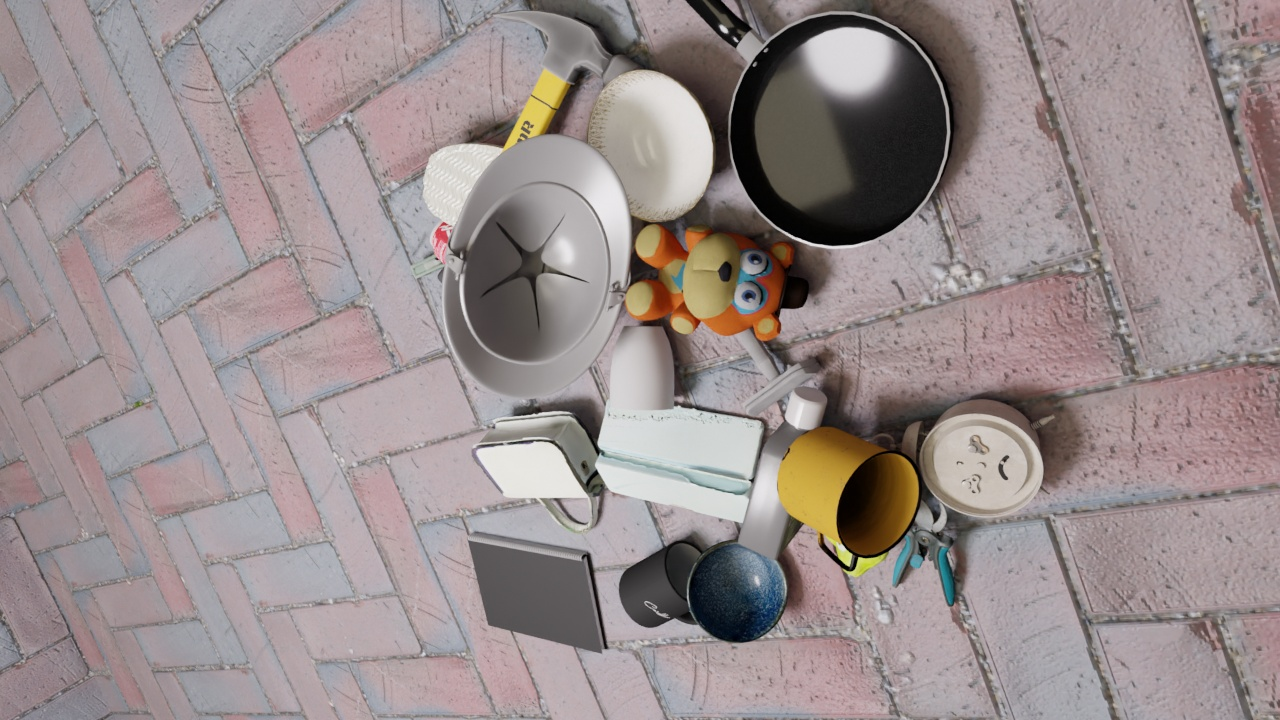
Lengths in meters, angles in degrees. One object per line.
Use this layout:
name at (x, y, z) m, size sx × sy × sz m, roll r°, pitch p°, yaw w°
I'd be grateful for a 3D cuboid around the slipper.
slipper at (-0.119, -0.177, 1.029) m, size 0.273 × 0.053 × 0.115 m, roll 15°, pitch 113°, yaw 19°

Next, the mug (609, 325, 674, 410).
mug at (-0.006, 0.006, 1.025) m, size 0.107 × 0.071 × 0.089 m, roll 7°, pitch 96°, yaw 63°

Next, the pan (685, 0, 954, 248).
pan at (0.128, -0.261, 0.834) m, size 0.355 × 0.044 × 0.205 m, roll 49°, pitch 127°, yaw 8°

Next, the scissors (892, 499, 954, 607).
scissors at (0.284, 0.195, 0.909) m, size 0.124 × 0.019 × 0.156 m, roll 42°, pitch 142°, yaw -2°

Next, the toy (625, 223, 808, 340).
toy at (0.077, -0.077, 0.907) m, size 0.176 × 0.096 × 0.112 m, roll 8°, pitch 80°, yaw 2°

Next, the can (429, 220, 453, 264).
can at (-0.197, -0.124, 1.095) m, size 0.105 × 0.064 × 0.064 m, roll 41°, pitch 126°, yaw 14°

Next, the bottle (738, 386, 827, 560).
bottle at (0.153, 0.110, 0.941) m, size 0.046 × 0.083 × 0.174 m, roll 22°, pitch 118°, yaw 23°

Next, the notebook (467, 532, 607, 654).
notebook at (-0.146, 0.319, 1.270) m, size 0.207 × 0.016 × 0.149 m, roll 2°, pitch 110°, yaw 33°

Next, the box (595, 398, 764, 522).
box at (0.046, 0.114, 1.044) m, size 0.198 × 0.074 × 0.126 m, roll 9°, pitch 94°, yaw 28°

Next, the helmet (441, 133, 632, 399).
helmet at (-0.110, -0.103, 0.959) m, size 0.183 × 0.117 × 0.271 m, roll 11°, pitch 106°, yaw -13°

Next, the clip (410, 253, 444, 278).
clip at (-0.257, -0.124, 1.161) m, size 0.076 × 0.042 × 0.023 m, roll -17°, pitch 100°, yaw 38°

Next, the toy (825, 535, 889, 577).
toy at (0.228, 0.152, 0.917) m, size 0.118 × 0.043 × 0.092 m, roll -60°, pitch 28°, yaw 26°

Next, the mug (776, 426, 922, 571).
mug at (0.190, 0.130, 0.859) m, size 0.094 × 0.100 × 0.124 m, roll 25°, pitch 110°, yaw 58°

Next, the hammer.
hammer at (-0.139, -0.217, 0.986) m, size 0.170 × 0.034 × 0.325 m, roll 35°, pitch 110°, yaw 12°

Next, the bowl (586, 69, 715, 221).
bowl at (0.023, -0.216, 0.912) m, size 0.145 × 0.063 × 0.145 m, roll 14°, pitch 117°, yaw 30°

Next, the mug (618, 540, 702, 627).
mug at (0.043, 0.277, 1.094) m, size 0.113 × 0.078 × 0.088 m, roll 39°, pitch 130°, yaw -17°

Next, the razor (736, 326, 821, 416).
razor at (0.118, -0.013, 0.946) m, size 0.088 × 0.047 × 0.116 m, roll -41°, pitch 76°, yaw 38°

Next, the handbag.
handbag at (-0.107, 0.144, 1.152) m, size 0.152 × 0.073 × 0.176 m, roll -9°, pitch 122°, yaw 37°

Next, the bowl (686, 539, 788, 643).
bowl at (0.104, 0.254, 1.038) m, size 0.114 × 0.061 × 0.114 m, roll 0°, pitch 90°, yaw -8°

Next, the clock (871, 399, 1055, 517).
clock at (0.295, 0.083, 0.850) m, size 0.157 × 0.061 × 0.103 m, roll 4°, pitch 114°, yaw 25°
